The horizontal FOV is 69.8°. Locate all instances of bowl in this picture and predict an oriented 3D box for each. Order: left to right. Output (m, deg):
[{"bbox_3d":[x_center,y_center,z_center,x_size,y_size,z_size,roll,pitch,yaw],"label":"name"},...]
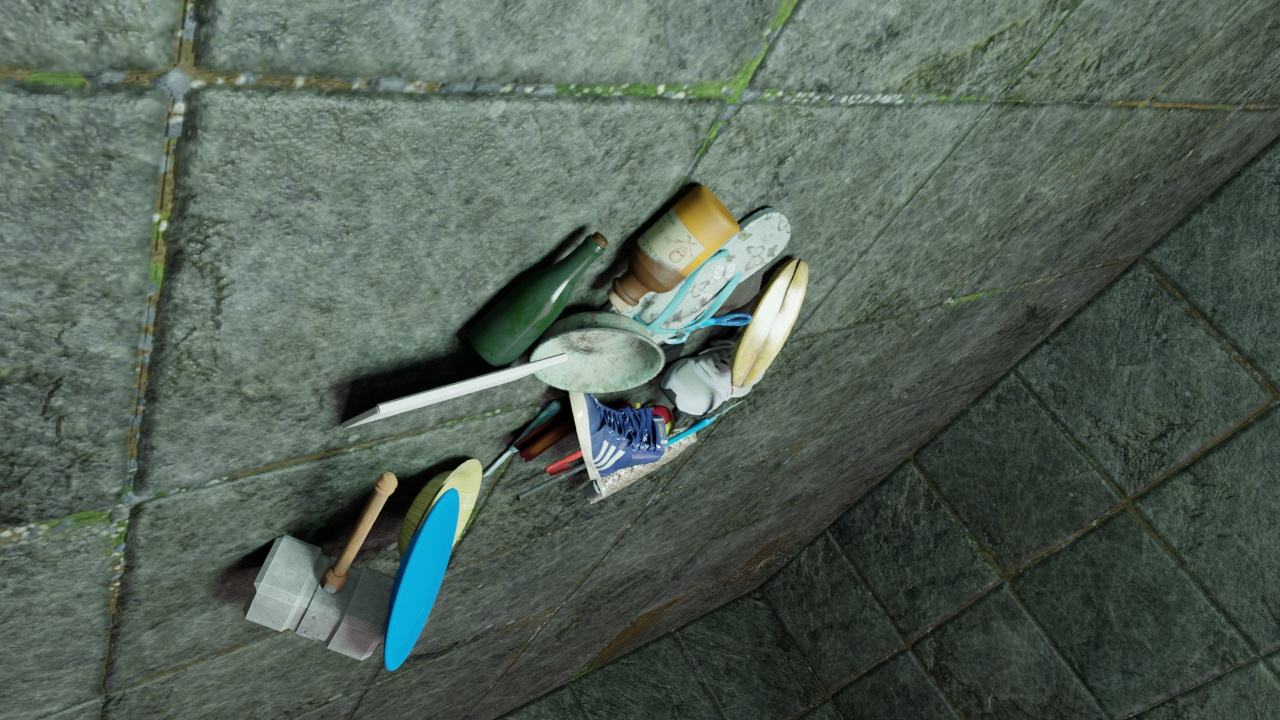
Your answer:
[{"bbox_3d":[-0.051,-0.013,1.062,0.157,0.038,0.158,-2,152,-1],"label":"bowl"}]

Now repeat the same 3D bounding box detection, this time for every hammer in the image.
[{"bbox_3d":[-0.335,0.219,1.054,0.162,0.082,0.319,26,130,-14],"label":"hammer"},{"bbox_3d":[-0.058,0.153,1.443,0.324,0.015,0.095,-23,159,-33],"label":"hammer"}]

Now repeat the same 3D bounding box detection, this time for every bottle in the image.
[{"bbox_3d":[-0.099,-0.066,0.933,0.174,0.055,0.055,-42,156,17],"label":"bottle"},{"bbox_3d":[0.028,-0.113,0.988,0.157,0.068,0.067,-41,156,17],"label":"bottle"}]

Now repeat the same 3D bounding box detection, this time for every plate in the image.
[{"bbox_3d":[-0.272,0.260,1.114,0.224,0.024,0.224,21,85,-88],"label":"plate"},{"bbox_3d":[-0.274,0.206,1.209,0.184,0.036,0.185,-61,168,-23],"label":"plate"}]

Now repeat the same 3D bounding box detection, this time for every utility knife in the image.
[{"bbox_3d":[-0.162,0.111,1.254,0.166,0.015,0.022,-45,154,22],"label":"utility knife"},{"bbox_3d":[0.084,0.094,1.325,0.031,0.015,0.222,-21,173,-36],"label":"utility knife"}]

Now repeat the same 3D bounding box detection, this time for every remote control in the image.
[{"bbox_3d":[-0.007,0.007,1.254,0.149,0.013,0.034,-22,157,-23],"label":"remote control"}]

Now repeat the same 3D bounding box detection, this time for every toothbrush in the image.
[{"bbox_3d":[-0.051,0.128,1.435,0.212,0.018,0.012,-26,156,-17],"label":"toothbrush"}]

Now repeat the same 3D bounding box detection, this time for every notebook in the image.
[{"bbox_3d":[-0.197,0.033,0.974,0.209,0.009,0.143,-17,179,-33],"label":"notebook"}]

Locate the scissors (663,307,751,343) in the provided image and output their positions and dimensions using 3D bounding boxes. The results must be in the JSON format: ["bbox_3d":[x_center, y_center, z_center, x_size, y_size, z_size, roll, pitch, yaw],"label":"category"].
[{"bbox_3d":[0.081,-0.047,1.204,0.139,0.011,0.134,-5,162,-12],"label":"scissors"}]

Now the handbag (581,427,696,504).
[{"bbox_3d":[-0.005,0.164,1.469,0.185,0.047,0.124,-27,170,-19],"label":"handbag"}]

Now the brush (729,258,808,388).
[{"bbox_3d":[0.174,-0.051,1.260,0.043,0.059,0.195,-108,-138,-74],"label":"brush"}]

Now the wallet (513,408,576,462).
[{"bbox_3d":[-0.128,0.108,1.267,0.091,0.018,0.116,-35,168,-6],"label":"wallet"}]

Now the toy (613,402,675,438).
[{"bbox_3d":[-0.013,0.096,1.378,0.137,0.067,0.106,-10,147,-21],"label":"toy"}]

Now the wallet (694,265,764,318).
[{"bbox_3d":[0.112,-0.092,1.197,0.099,0.031,0.120,-27,159,-8],"label":"wallet"}]

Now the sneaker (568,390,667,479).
[{"bbox_3d":[-0.023,0.093,1.244,0.118,0.091,0.233,-12,150,-3],"label":"sneaker"}]

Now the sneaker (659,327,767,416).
[{"bbox_3d":[0.128,0.001,1.346,0.124,0.089,0.239,-51,161,26],"label":"sneaker"}]

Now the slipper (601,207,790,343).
[{"bbox_3d":[0.073,-0.082,1.097,0.268,0.054,0.098,-32,139,-4],"label":"slipper"}]
